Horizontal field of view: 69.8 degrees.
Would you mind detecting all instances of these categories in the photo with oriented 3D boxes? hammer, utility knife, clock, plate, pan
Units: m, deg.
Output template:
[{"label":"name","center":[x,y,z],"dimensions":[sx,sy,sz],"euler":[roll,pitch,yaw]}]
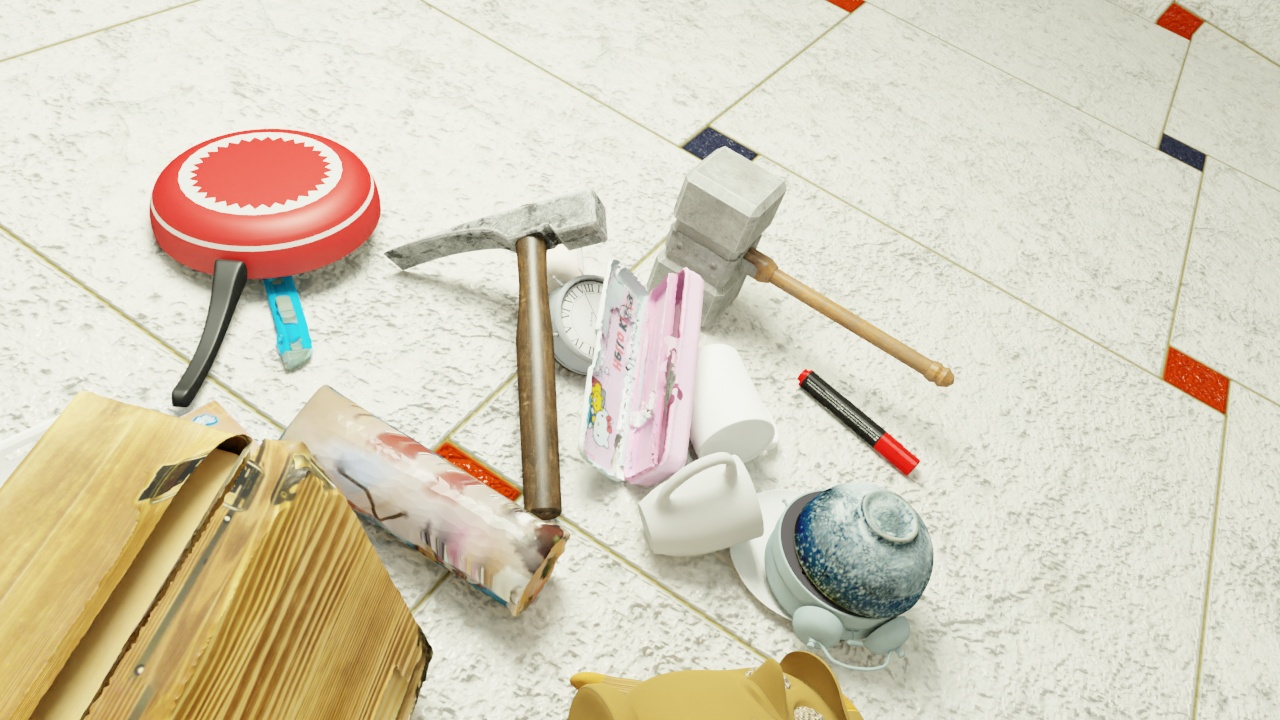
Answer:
[{"label":"hammer","center":[0.172,-0.063,0.921],"dimensions":[0.318,0.163,0.082],"euler":[33,46,12]},{"label":"utility knife","center":[-0.330,-0.058,0.842],"dimensions":[0.031,0.015,0.173],"euler":[-9,50,-29]},{"label":"clock","center":[-0.037,-0.032,0.883],"dimensions":[0.122,0.035,0.094],"euler":[15,67,-27]},{"label":"plate","center":[0.139,0.171,0.795],"dimensions":[0.134,0.011,0.134],"euler":[10,45,-11]},{"label":"clock","center":[0.166,0.179,0.755],"dimensions":[0.122,0.045,0.159],"euler":[9,46,-12]},{"label":"hammer","center":[-0.128,0.001,0.817],"dimensions":[0.218,0.037,0.300],"euler":[-12,64,15]},{"label":"pan","center":[-0.361,-0.105,0.834],"dimensions":[0.209,0.067,0.355],"euler":[4,43,-4]}]

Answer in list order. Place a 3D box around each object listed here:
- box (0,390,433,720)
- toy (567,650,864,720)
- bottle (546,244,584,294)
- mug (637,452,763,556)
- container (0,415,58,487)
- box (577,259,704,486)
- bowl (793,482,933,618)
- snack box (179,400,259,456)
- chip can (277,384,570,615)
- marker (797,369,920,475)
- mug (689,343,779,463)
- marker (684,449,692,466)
[{"label":"box","center":[-0.239,0.198,0.453],"dimensions":[0.215,0.258,0.278],"euler":[16,45,-2]},{"label":"toy","center":[0.067,0.259,0.590],"dimensions":[0.203,0.163,0.198],"euler":[1,29,-35]},{"label":"bottle","center":[-0.087,-0.117,0.960],"dimensions":[0.051,0.051,0.146],"euler":[6,46,-15]},{"label":"mug","center":[0.045,0.114,0.746],"dimensions":[0.089,0.107,0.071],"euler":[-17,50,-8]},{"label":"container","center":[-0.394,0.106,0.635],"dimensions":[0.129,0.050,0.080],"euler":[39,47,18]},{"label":"box","center":[-0.008,0.005,0.816],"dimensions":[0.095,0.088,0.201],"euler":[18,61,-20]},{"label":"bowl","center":[0.185,0.137,0.726],"dimensions":[0.114,0.061,0.114],"euler":[11,44,-11]},{"label":"snack box","center":[-0.309,0.103,0.679],"dimensions":[0.151,0.034,0.087],"euler":[39,48,19]},{"label":"chip can","center":[-0.168,0.104,0.700],"dimensions":[0.229,0.080,0.079],"euler":[29,45,10]},{"label":"marker","center":[0.218,0.060,0.924],"dimensions":[0.145,0.021,0.023],"euler":[42,26,20]},{"label":"mug","center":[0.087,0.047,0.861],"dimensions":[0.110,0.074,0.090],"euler":[19,37,-40]},{"label":"marker","center":[0.028,0.057,0.856],"dimensions":[0.016,0.022,0.138],"euler":[7,43,-32]}]
